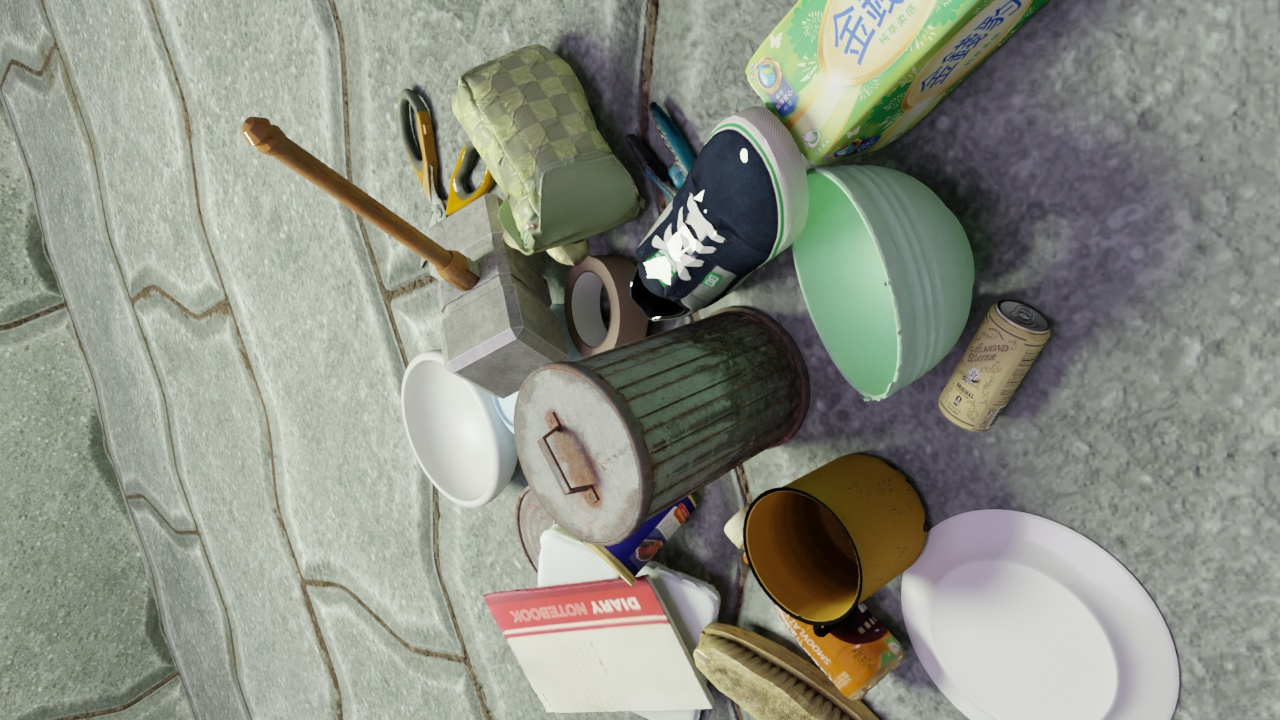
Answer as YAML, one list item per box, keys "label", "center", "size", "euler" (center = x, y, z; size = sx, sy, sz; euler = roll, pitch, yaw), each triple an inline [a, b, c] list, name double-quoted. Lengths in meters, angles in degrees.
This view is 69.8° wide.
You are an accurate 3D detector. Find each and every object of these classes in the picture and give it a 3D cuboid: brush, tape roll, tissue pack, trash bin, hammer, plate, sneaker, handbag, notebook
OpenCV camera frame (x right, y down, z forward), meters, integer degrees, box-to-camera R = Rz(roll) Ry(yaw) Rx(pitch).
- label: "brush"
  center: [0.129, 0.288, 0.779]
  size: [0.195, 0.043, 0.059]
  euler: [28, 126, 28]
- label: "tape roll"
  center: [-0.031, -0.046, 0.811]
  size: [0.094, 0.030, 0.094]
  euler: [17, 110, 54]
- label: "tissue pack"
  center: [0.142, -0.229, 0.519]
  size: [0.198, 0.120, 0.141]
  euler: [-42, 76, 40]
- label: "trash bin"
  center: [0.015, 0.042, 0.680]
  size: [0.131, 0.210, 0.131]
  euler: [20, 119, 40]
- label: "hammer"
  center: [-0.187, -0.101, 0.737]
  size: [0.083, 0.317, 0.162]
  euler: [-27, 58, 18]
- label: "plate"
  center: [0.262, 0.194, 0.631]
  size: [0.189, 0.016, 0.189]
  euler: [20, 119, 40]
- label: "sneaker"
  center: [0.043, -0.084, 0.630]
  size: [0.084, 0.079, 0.236]
  euler: [55, 161, 9]
- label: "handbag"
  center: [-0.085, -0.169, 0.786]
  size: [0.186, 0.113, 0.117]
  euler: [61, 151, 12]
- label: "notebook"
  center: [-0.046, 0.280, 0.893]
  size: [0.209, 0.012, 0.153]
  euler: [-16, 107, 34]

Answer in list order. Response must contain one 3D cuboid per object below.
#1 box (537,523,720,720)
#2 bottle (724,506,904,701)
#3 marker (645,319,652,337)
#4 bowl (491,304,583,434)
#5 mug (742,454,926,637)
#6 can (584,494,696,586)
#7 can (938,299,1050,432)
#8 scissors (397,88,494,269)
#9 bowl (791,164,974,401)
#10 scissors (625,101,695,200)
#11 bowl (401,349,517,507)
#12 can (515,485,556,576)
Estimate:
- label: "box"
  center: [-0.019, 0.268, 0.897]
  size: [0.189, 0.037, 0.209]
  euler: [21, 125, 20]
- label: "bottle"
  center: [0.132, 0.187, 0.730]
  size: [0.167, 0.059, 0.059]
  euler: [47, 134, 22]
- label: "marker"
  center: [-0.005, 0.005, 0.827]
  size: [0.021, 0.017, 0.124]
  euler: [-92, 13, -60]
- label: "bowl"
  center: [-0.096, 0.026, 0.889]
  size: [0.151, 0.074, 0.151]
  euler: [20, 119, 41]
- label: "mug"
  center: [0.144, 0.137, 0.670]
  size: [0.101, 0.093, 0.124]
  euler: [12, 112, 45]
- label: "can"
  center: [-0.020, 0.129, 0.830]
  size: [0.116, 0.092, 0.056]
  euler: [36, 167, 31]
- label: "can"
  center: [0.222, 0.004, 0.579]
  size: [0.038, 0.038, 0.080]
  euler: [40, 130, 28]
- label: "scissors"
  center: [-0.215, -0.184, 0.972]
  size: [0.216, 0.016, 0.226]
  euler: [56, 138, 12]
- label: "bowl"
  center: [0.157, -0.057, 0.576]
  size: [0.151, 0.077, 0.151]
  euler: [161, 91, -84]
- label: "scissors"
  center: [0.037, -0.142, 0.726]
  size: [0.127, 0.019, 0.144]
  euler: [14, 117, 41]
- label: "bowl"
  center: [-0.186, 0.068, 1.003]
  size: [0.177, 0.066, 0.177]
  euler: [20, 119, 40]
- label: "can"
  center: [-0.072, 0.181, 0.948]
  size: [0.130, 0.044, 0.130]
  euler: [20, 119, 40]
